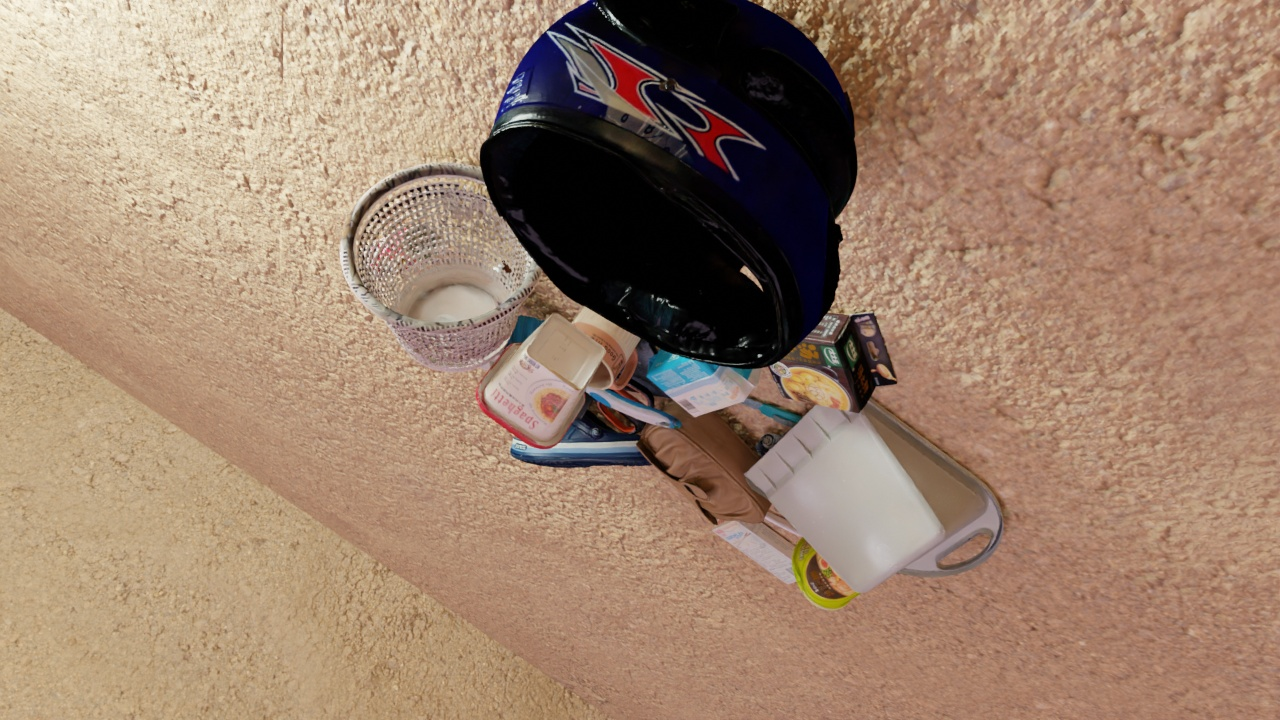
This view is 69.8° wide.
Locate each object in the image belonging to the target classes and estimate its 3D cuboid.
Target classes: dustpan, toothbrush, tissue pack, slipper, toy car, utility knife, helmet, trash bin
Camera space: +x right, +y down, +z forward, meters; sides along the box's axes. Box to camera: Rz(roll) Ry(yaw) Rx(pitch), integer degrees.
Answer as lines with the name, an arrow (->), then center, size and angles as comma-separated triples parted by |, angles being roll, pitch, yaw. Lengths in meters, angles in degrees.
dustpan -> 0.301, 0.168, 1.125 | 0.257, 0.142, 0.223 | 54, 135, 18
toothbrush -> 0.169, 0.220, 1.376 | 0.180, 0.016, 0.016 | 26, 143, 14
tissue pack -> 0.076, 0.012, 1.115 | 0.090, 0.063, 0.140 | 40, 150, -16
slipper -> -0.083, 0.115, 1.378 | 0.253, 0.095, 0.105 | -1, 167, 21
toy car -> 0.201, 0.119, 1.184 | 0.106, 0.031, 0.049 | 10, 142, 31
utility knife -> 0.187, 0.075, 1.151 | 0.219, 0.013, 0.029 | 22, 148, 18
helmet -> 0.047, -0.158, 0.714 | 0.315, 0.239, 0.248 | 31, 152, 25
trash bin -> -0.229, -0.090, 1.103 | 0.227, 0.226, 0.192 | 29, 154, 8

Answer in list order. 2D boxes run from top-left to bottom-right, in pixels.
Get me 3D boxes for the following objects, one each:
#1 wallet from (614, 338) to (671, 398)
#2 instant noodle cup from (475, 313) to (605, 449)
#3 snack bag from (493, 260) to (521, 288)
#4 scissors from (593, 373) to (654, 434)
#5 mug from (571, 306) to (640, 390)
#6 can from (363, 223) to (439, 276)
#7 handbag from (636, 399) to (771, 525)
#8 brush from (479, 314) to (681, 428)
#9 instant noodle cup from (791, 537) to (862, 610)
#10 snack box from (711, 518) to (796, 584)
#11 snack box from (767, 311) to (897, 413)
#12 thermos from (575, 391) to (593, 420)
wallet -> -0.007, 0.007, 1.232 | 0.097, 0.019, 0.121 | 10, 145, 34
instant noodle cup -> -0.108, 0.020, 1.052 | 0.116, 0.116, 0.124 | 37, 137, -6
snack bag -> -0.195, -0.108, 1.233 | 0.106, 0.026, 0.045 | -12, 116, 47
scissors -> -0.086, 0.028, 1.274 | 0.235, 0.021, 0.139 | 21, 130, 19
mug -> -0.038, -0.020, 1.132 | 0.082, 0.105, 0.114 | 5, 140, 39
can -> -0.335, -0.151, 1.275 | 0.133, 0.053, 0.053 | -8, 131, 48
handbag -> 0.088, 0.147, 1.262 | 0.204, 0.099, 0.148 | 45, 151, -14
brush -> -0.092, 0.011, 1.207 | 0.314, 0.109, 0.061 | 12, 146, 1
instant noodle cup -> 0.288, 0.274, 1.263 | 0.111, 0.111, 0.124 | 36, 142, -6
snack box -> 0.196, 0.294, 1.445 | 0.157, 0.026, 0.085 | 37, 150, -6
snack box -> 0.200, -0.003, 0.999 | 0.126, 0.053, 0.113 | 11, 144, 41
thermos -> -0.166, -0.012, 1.318 | 0.242, 0.068, 0.090 | 32, 118, -2
